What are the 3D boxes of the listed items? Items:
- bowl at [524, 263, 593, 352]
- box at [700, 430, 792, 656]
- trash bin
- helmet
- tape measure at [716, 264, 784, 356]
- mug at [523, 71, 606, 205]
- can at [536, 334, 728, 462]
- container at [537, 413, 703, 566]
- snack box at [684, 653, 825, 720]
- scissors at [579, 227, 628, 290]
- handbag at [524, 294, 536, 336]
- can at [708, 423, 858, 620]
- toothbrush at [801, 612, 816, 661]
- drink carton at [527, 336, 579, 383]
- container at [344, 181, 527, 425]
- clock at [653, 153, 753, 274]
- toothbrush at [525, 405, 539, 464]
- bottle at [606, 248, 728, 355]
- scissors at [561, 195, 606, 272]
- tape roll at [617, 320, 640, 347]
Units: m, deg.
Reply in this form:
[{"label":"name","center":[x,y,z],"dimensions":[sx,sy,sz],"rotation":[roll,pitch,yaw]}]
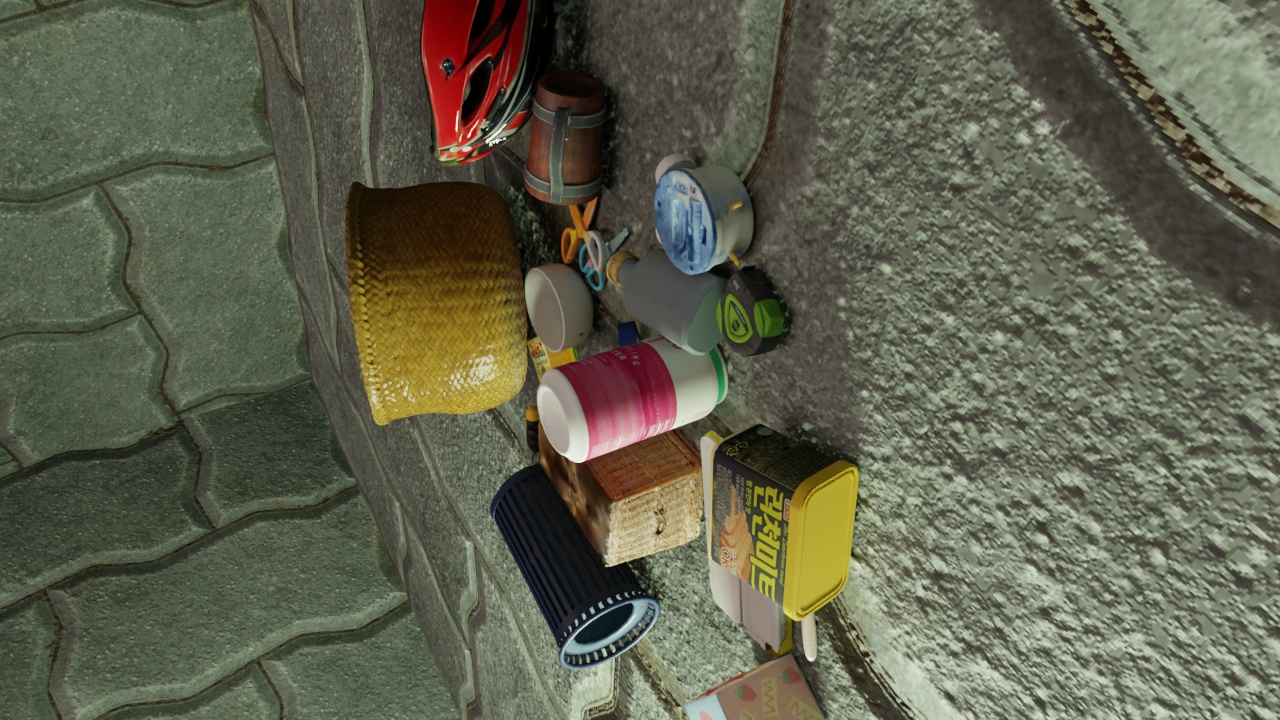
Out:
[{"label":"bowl","center":[-0.092,-0.066,1.085],"dimensions":[0.105,0.054,0.105],"rotation":[40,140,44]},{"label":"box","center":[0.101,0.180,0.902],"dimensions":[0.127,0.023,0.210],"rotation":[29,132,52]},{"label":"trash bin","center":[-0.096,0.258,1.204],"dimensions":[0.249,0.139,0.140],"rotation":[54,149,36]},{"label":"helmet","center":[-0.172,-0.335,0.932],"dimensions":[0.217,0.167,0.272],"rotation":[-123,35,-70]},{"label":"tape measure","center":[0.094,-0.036,0.765],"dimensions":[0.059,0.035,0.065],"rotation":[-53,55,49]},{"label":"mug","center":[-0.075,-0.214,0.910],"dimensions":[0.117,0.081,0.111],"rotation":[-81,1,-52]},{"label":"can","center":[-0.007,0.030,0.851],"dimensions":[0.088,0.165,0.088],"rotation":[42,141,46]},{"label":"container","center":[-0.026,0.113,1.003],"dimensions":[0.198,0.112,0.114],"rotation":[49,146,41]},{"label":"snack box","center":[0.111,0.349,0.904],"dimensions":[0.079,0.094,0.093],"rotation":[63,153,17]},{"label":"scissors","center":[-0.039,-0.116,0.997],"dimensions":[0.056,0.015,0.137],"rotation":[71,158,7]},{"label":"handbag","center":[-0.152,-0.054,1.245],"dimensions":[0.055,0.029,0.120],"rotation":[70,159,8]},{"label":"can","center":[0.114,0.130,0.761],"dimensions":[0.101,0.072,0.131],"rotation":[26,127,43]},{"label":"toothbrush","center":[0.150,0.195,0.822],"dimensions":[0.018,0.015,0.181],"rotation":[20,123,52]},{"label":"drink carton","center":[-0.102,0.018,1.172],"dimensions":[0.058,0.041,0.122],"rotation":[-17,91,64]},{"label":"container","center":[-0.250,-0.082,1.164],"dimensions":[0.307,0.196,0.307],"rotation":[171,91,-81]},{"label":"clock","center":[0.045,-0.127,0.783],"dimensions":[0.125,0.051,0.089],"rotation":[41,141,47]},{"label":"toothbrush","center":[-0.150,0.146,1.361],"dimensions":[0.030,0.031,0.197],"rotation":[-90,-2,-54]},{"label":"bottle","center":[0.021,-0.065,0.856],"dimensions":[0.161,0.046,0.072],"rotation":[35,101,51]},{"label":"scissors","center":[-0.064,-0.144,1.016],"dimensions":[0.128,0.011,0.126],"rotation":[66,149,28]},{"label":"tape roll","center":[-0.006,0.006,0.952],"dimensions":[0.093,0.016,0.091],"rotation":[-86,-16,-75]}]
